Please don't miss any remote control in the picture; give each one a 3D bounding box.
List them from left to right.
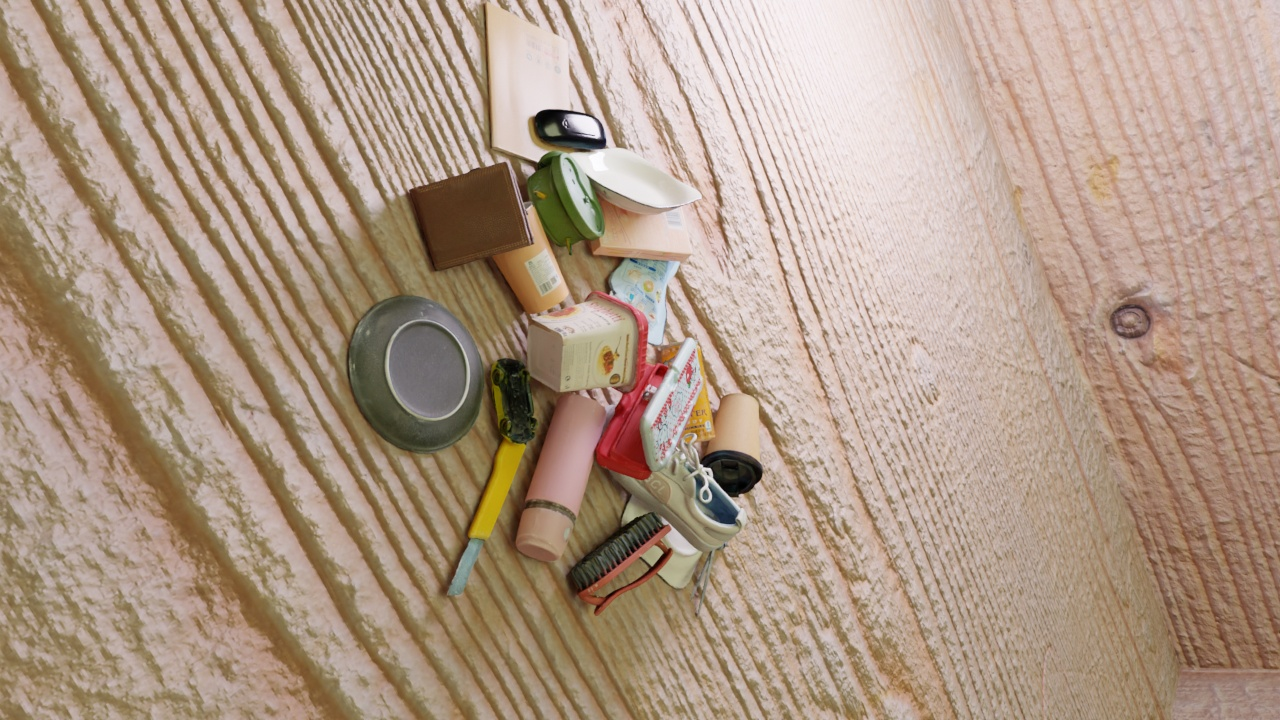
[{"bbox_3d":[-0.089,-0.320,1.266,0.136,0.024,0.053,-9,86,-50],"label":"remote control"}]

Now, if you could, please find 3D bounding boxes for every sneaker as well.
[{"bbox_3d":[0.042,0.146,1.200,0.242,0.091,0.089,46,45,-4],"label":"sneaker"}]

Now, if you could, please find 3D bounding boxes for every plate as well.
[{"bbox_3d":[-0.238,0.012,1.014,0.179,0.024,0.179,17,67,-44],"label":"plate"},{"bbox_3d":[-0.012,-0.245,1.282,0.164,0.034,0.163,35,32,21],"label":"plate"},{"bbox_3d":[0.050,0.216,1.274,0.163,0.034,0.163,47,49,-29],"label":"plate"}]

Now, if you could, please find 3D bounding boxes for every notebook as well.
[{"bbox_3d":[-0.148,-0.364,1.239,0.147,0.008,0.207,8,73,-47],"label":"notebook"}]

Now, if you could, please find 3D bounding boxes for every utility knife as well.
[{"bbox_3d":[-0.175,0.168,1.045,0.033,0.015,0.222,45,47,-31],"label":"utility knife"}]

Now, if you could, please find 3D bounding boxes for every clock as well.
[{"bbox_3d":[-0.096,-0.210,1.190,0.116,0.056,0.161,61,17,-26],"label":"clock"}]

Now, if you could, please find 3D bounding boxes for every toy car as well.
[{"bbox_3d":[-0.154,0.049,1.089,0.048,0.032,0.105,3,70,-48],"label":"toy car"}]

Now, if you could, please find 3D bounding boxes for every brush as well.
[{"bbox_3d":[-0.022,0.255,1.148,0.145,0.063,0.069,-33,89,-36],"label":"brush"}]

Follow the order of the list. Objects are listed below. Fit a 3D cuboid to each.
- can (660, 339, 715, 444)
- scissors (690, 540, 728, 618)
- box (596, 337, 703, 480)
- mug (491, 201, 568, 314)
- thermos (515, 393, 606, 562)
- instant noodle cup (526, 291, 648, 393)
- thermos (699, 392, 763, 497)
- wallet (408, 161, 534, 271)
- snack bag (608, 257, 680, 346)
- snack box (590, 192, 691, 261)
[{"bbox_3d":[0.068,0.047,1.324,0.058,0.058,0.146,-3,81,-49],"label":"can"},{"bbox_3d":[0.101,0.274,1.302,0.159,0.014,0.181,-5,105,-68],"label":"scissors"},{"bbox_3d":[0.021,0.050,1.155,0.200,0.095,0.101,-60,166,-51],"label":"box"},{"bbox_3d":[-0.140,-0.123,1.129,0.078,0.078,0.123,-47,118,-44],"label":"mug"},{"bbox_3d":[-0.094,0.146,1.114,0.087,0.067,0.198,70,29,-55],"label":"thermos"},{"bbox_3d":[-0.069,-0.016,1.141,0.124,0.116,0.117,-12,117,-37],"label":"instant noodle cup"},{"bbox_3d":[0.140,0.123,1.368,0.093,0.093,0.143,43,41,-32],"label":"thermos"},{"bbox_3d":[-0.194,-0.166,1.056,0.032,0.124,0.101,-85,159,-82],"label":"wallet"},{"bbox_3d":[0.009,-0.121,1.322,0.110,0.039,0.190,41,52,-34],"label":"snack bag"},{"bbox_3d":[-0.003,-0.187,1.299,0.157,0.026,0.084,1,69,-33],"label":"snack box"}]
